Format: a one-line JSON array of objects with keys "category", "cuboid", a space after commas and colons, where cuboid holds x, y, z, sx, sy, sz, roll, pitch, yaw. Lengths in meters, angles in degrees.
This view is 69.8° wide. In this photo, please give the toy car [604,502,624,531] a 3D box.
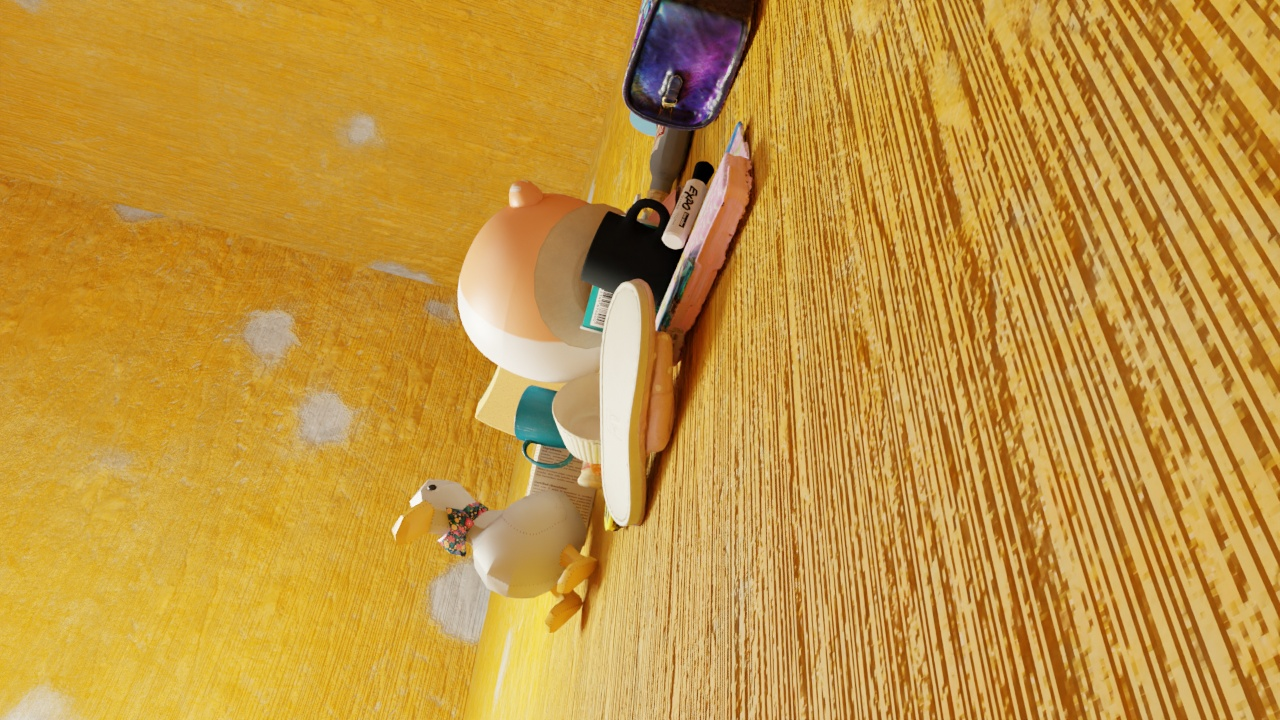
[{"category": "toy car", "cuboid": [-0.021, 0.147, 1.064, 0.049, 0.030, 0.107, -111, 37, -76]}]

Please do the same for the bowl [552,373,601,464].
[{"category": "bowl", "cuboid": [-0.048, 0.076, 1.114, 0.115, 0.115, 0.063, -86, -1, -48]}]

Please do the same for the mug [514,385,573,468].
[{"category": "mug", "cuboid": [-0.120, 0.099, 1.299, 0.084, 0.104, 0.112, 72, -147, -64]}]

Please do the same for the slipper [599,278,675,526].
[{"category": "slipper", "cuboid": [-0.001, 0.048, 0.968, 0.114, 0.054, 0.275, -139, 49, -59]}]

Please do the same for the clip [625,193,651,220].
[{"category": "clip", "cuboid": [-0.018, -0.178, 1.474, 0.125, 0.081, 0.147, 115, 164, -58]}]

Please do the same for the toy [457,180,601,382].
[{"category": "toy", "cuboid": [-0.123, -0.113, 1.311, 0.264, 0.263, 0.281, -51, -22, -45]}]

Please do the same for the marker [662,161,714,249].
[{"category": "marker", "cuboid": [0.054, -0.172, 0.995, 0.025, 0.025, 0.125, 118, 176, -56]}]

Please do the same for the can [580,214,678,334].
[{"category": "can", "cuboid": [-0.009, -0.097, 1.134, 0.099, 0.099, 0.144, -150, 74, -80]}]

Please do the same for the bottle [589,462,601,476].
[{"category": "bottle", "cuboid": [-0.047, 0.104, 1.187, 0.108, 0.063, 0.063, -94, 20, -58]}]

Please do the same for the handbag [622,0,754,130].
[{"category": "handbag", "cuboid": [0.058, -0.413, 1.134, 0.223, 0.125, 0.204, 119, 162, -61]}]

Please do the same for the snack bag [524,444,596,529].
[{"category": "snack bag", "cuboid": [-0.113, 0.164, 1.375, 0.070, 0.094, 0.206, 151, 133, -77]}]

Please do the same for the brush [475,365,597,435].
[{"category": "brush", "cuboid": [-0.156, 0.008, 1.552, 0.075, 0.195, 0.250, -105, 30, -71]}]

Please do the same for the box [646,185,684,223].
[{"category": "box", "cuboid": [0.035, -0.183, 1.182, 0.058, 0.053, 0.187, -45, 3, -16]}]

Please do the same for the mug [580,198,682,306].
[{"category": "mug", "cuboid": [-0.003, -0.126, 1.030, 0.085, 0.094, 0.122, -66, -1, -57]}]

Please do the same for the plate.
[{"category": "plate", "cuboid": [-0.053, -0.106, 1.182, 0.027, 0.188, 0.189, 18, 94, 48]}]

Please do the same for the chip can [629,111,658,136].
[{"category": "chip can", "cuboid": [0.040, -0.464, 1.436, 0.087, 0.087, 0.213, 128, 154, -68]}]

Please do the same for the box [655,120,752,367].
[{"category": "box", "cuboid": [0.065, -0.124, 0.968, 0.158, 0.035, 0.231, -79, 9, -49]}]

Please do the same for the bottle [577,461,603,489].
[{"category": "bottle", "cuboid": [-0.056, 0.122, 1.264, 0.044, 0.044, 0.109, -178, 102, -81]}]

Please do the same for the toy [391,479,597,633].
[{"category": "toy", "cuboid": [-0.178, 0.235, 1.234, 0.246, 0.267, 0.141, -23, -40, -50]}]

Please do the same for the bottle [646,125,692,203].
[{"category": "bottle", "cuboid": [0.041, -0.295, 1.298, 0.072, 0.046, 0.161, 176, 107, -80]}]
